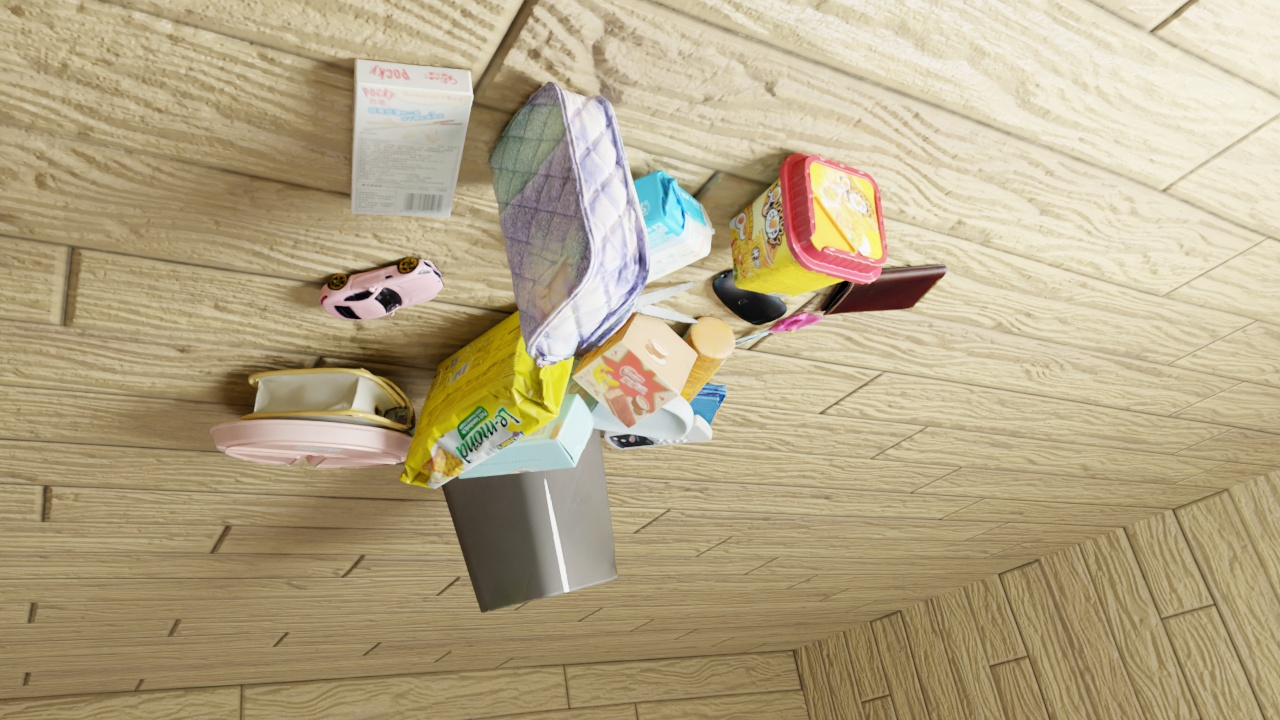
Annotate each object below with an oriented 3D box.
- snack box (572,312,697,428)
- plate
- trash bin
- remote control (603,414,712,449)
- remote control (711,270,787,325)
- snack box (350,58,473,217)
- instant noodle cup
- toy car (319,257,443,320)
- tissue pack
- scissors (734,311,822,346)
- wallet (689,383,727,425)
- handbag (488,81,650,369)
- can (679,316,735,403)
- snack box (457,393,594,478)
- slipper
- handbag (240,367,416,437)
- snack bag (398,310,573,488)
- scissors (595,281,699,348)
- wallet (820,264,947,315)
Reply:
[{"bbox_3d":[-0.006,0.006,1.047,0.093,0.076,0.095,43,131,-14],"label":"snack box"},{"bbox_3d":[-0.379,0.101,1.073,0.229,0.028,0.230,1,165,0],"label":"plate"},{"bbox_3d":[-0.145,0.209,1.235,0.199,0.219,0.198,-19,167,28],"label":"trash bin"},{"bbox_3d":[0.023,0.103,1.285,0.150,0.021,0.058,-9,149,24],"label":"remote control"},{"bbox_3d":[0.128,-0.066,1.052,0.053,0.024,0.136,-23,151,25],"label":"remote control"},{"bbox_3d":[-0.187,-0.172,0.736,0.084,0.026,0.157,0,151,-19],"label":"snack box"},{"bbox_3d":[0.154,-0.119,0.877,0.116,0.116,0.124,9,159,-31],"label":"instant noodle cup"},{"bbox_3d":[-0.255,-0.067,0.907,0.122,0.037,0.056,-13,155,4],"label":"toy car"},{"bbox_3d":[-0.008,-0.118,0.861,0.140,0.063,0.090,-22,152,25],"label":"tissue pack"},{"bbox_3d":[0.154,-0.036,1.113,0.136,0.017,0.105,-16,172,10],"label":"scissors"},{"bbox_3d":[0.057,0.068,1.275,0.106,0.040,0.133,4,153,-8],"label":"wallet"},{"bbox_3d":[-0.058,-0.108,0.720,0.075,0.193,0.135,7,149,-35],"label":"handbag"},{"bbox_3d":[0.062,0.005,1.132,0.058,0.058,0.146,1,151,-21],"label":"can"},{"bbox_3d":[-0.146,0.090,1.082,0.175,0.074,0.052,-8,127,27],"label":"snack box"},{"bbox_3d":[-0.055,0.062,1.132,0.245,0.074,0.104,14,143,-7],"label":"slipper"},{"bbox_3d":[-0.343,0.057,1.063,0.163,0.063,0.178,-2,162,18],"label":"handbag"},{"bbox_3d":[-0.169,0.032,1.011,0.247,0.157,0.068,-31,122,34],"label":"snack bag"},{"bbox_3d":[-0.014,-0.059,0.971,0.173,0.159,0.014,47,164,-27],"label":"scissors"},{"bbox_3d":[0.286,-0.081,1.085,0.122,0.020,0.096,-4,158,-13],"label":"wallet"}]
